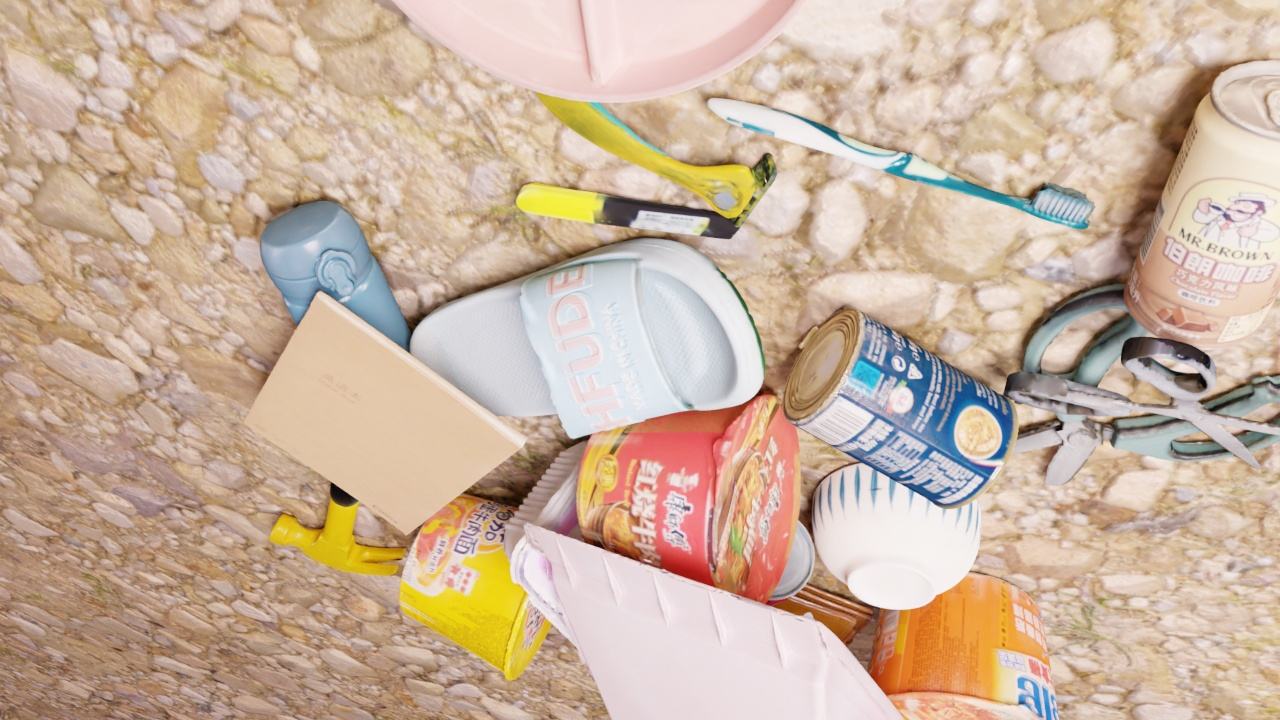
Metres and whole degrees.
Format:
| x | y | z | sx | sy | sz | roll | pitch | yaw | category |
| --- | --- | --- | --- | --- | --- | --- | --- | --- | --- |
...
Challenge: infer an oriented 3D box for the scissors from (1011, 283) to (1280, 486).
| x | y | z | sx | sy | sz | roll | pitch | yaw | category |
| --- | --- | --- | --- | --- | --- | --- | --- | --- | --- |
| 0.288 | 0.026 | 0.513 | 0.181 | 0.019 | 0.170 | 8 | 138 | 11 | scissors |

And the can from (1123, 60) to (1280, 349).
| x | y | z | sx | sy | sz | roll | pitch | yaw | category |
| --- | --- | --- | --- | --- | --- | --- | --- | --- | --- |
| 0.253 | -0.062 | 0.392 | 0.058 | 0.058 | 0.116 | 7 | 139 | 13 | can |

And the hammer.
| x | y | z | sx | sy | sz | roll | pitch | yaw | category |
| --- | --- | --- | --- | --- | --- | --- | --- | --- | --- |
| -0.260 | 0.117 | 0.813 | 0.129 | 0.032 | 0.302 | 23 | 141 | -7 | hammer |

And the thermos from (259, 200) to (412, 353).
| x | y | z | sx | sy | sz | roll | pitch | yaw | category |
| --- | --- | --- | --- | --- | --- | --- | --- | --- | --- |
| -0.183 | -0.007 | 0.614 | 0.070 | 0.070 | 0.221 | 5 | 139 | 15 | thermos |

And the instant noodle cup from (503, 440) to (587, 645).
| x | y | z | sx | sy | sz | roll | pitch | yaw | category |
| --- | --- | --- | --- | --- | --- | --- | --- | --- | --- |
| -0.030 | 0.141 | 0.690 | 0.060 | 0.137 | 0.173 | 11 | 146 | 46 | instant noodle cup |

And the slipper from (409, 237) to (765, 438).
| x | y | z | sx | sy | sz | roll | pitch | yaw | category |
| --- | --- | --- | --- | --- | --- | --- | --- | --- | --- |
| -0.047 | -0.005 | 0.540 | 0.246 | 0.074 | 0.104 | -7 | 109 | 31 | slipper |

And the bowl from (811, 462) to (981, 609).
| x | y | z | sx | sy | sz | roll | pitch | yaw | category |
| --- | --- | --- | --- | --- | --- | --- | --- | --- | --- |
| 0.175 | 0.129 | 0.637 | 0.116 | 0.066 | 0.117 | 10 | 140 | 9 | bowl |

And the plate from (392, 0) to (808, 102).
| x | y | z | sx | sy | sz | roll | pitch | yaw | category |
| --- | --- | --- | --- | --- | --- | --- | --- | --- | --- |
| -0.028 | -0.207 | 0.356 | 0.229 | 0.028 | 0.230 | 11 | 141 | 9 | plate |

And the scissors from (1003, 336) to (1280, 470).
| x | y | z | sx | sy | sz | roll | pitch | yaw | category |
| --- | --- | --- | --- | --- | --- | --- | --- | --- | --- |
| 0.275 | 0.027 | 0.469 | 0.160 | 0.014 | 0.180 | 2 | 158 | 45 | scissors |

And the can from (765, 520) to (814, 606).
| x | y | z | sx | sy | sz | roll | pitch | yaw | category |
| --- | --- | --- | --- | --- | --- | --- | --- | --- | --- |
| 0.084 | 0.152 | 0.684 | 0.066 | 0.066 | 0.094 | 18 | 157 | -1 | can |

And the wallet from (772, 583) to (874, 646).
| x | y | z | sx | sy | sz | roll | pitch | yaw | category |
| --- | --- | --- | --- | --- | --- | --- | --- | --- | --- |
| 0.134 | 0.233 | 0.797 | 0.119 | 0.035 | 0.131 | 18 | 142 | 0 | wallet |

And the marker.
| x | y | z | sx | sy | sz | roll | pitch | yaw | category |
| --- | --- | --- | --- | --- | --- | --- | --- | --- | --- |
| -0.007 | -0.082 | 0.503 | 0.124 | 0.015 | 0.018 | 9 | 141 | 6 | marker |

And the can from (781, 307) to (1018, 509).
| x | y | z | sx | sy | sz | roll | pitch | yaw | category |
| --- | --- | --- | --- | --- | --- | --- | --- | --- | --- |
| 0.145 | 0.027 | 0.523 | 0.111 | 0.075 | 0.076 | 29 | 139 | -12 | can |

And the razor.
| x | y | z | sx | sy | sz | roll | pitch | yaw | category |
| --- | --- | --- | --- | --- | --- | --- | --- | --- | --- |
| 0.002 | -0.110 | 0.460 | 0.132 | 0.028 | 0.043 | 27 | 143 | -8 | razor |

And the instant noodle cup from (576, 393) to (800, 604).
| x | y | z | sx | sy | sz | roll | pitch | yaw | category |
| --- | --- | --- | --- | --- | --- | --- | --- | --- | --- |
| 0.032 | 0.086 | 0.599 | 0.109 | 0.137 | 0.138 | 4 | 139 | 30 | instant noodle cup |

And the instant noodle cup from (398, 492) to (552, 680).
| x | y | z | sx | sy | sz | roll | pitch | yaw | category |
| --- | --- | --- | --- | --- | --- | --- | --- | --- | --- |
| -0.126 | 0.178 | 0.764 | 0.110 | 0.137 | 0.138 | 20 | 141 | 11 | instant noodle cup |

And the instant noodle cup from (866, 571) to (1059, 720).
| x | y | z | sx | sy | sz | roll | pitch | yaw | category |
| --- | --- | --- | --- | --- | --- | --- | --- | --- | --- |
| 0.243 | 0.238 | 0.701 | 0.151 | 0.111 | 0.152 | 11 | 140 | 9 | instant noodle cup |

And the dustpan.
| x | y | z | sx | sy | sz | roll | pitch | yaw | category |
| --- | --- | --- | --- | --- | --- | --- | --- | --- | --- |
| 0.071 | 0.195 | 0.614 | 0.223 | 0.138 | 0.274 | 12 | 125 | 39 | dustpan |

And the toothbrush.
| x | y | z | sx | sy | sz | roll | pitch | yaw | category |
| --- | --- | --- | --- | --- | --- | --- | --- | --- | --- |
| 0.124 | -0.097 | 0.436 | 0.191 | 0.016 | 0.018 | 18 | 131 | 0 | toothbrush |

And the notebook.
| x | y | z | sx | sy | sz | roll | pitch | yaw | category |
| --- | --- | --- | --- | --- | --- | --- | --- | --- | --- |
| -0.182 | 0.047 | 0.618 | 0.149 | 0.012 | 0.212 | 38 | 141 | -13 | notebook |
